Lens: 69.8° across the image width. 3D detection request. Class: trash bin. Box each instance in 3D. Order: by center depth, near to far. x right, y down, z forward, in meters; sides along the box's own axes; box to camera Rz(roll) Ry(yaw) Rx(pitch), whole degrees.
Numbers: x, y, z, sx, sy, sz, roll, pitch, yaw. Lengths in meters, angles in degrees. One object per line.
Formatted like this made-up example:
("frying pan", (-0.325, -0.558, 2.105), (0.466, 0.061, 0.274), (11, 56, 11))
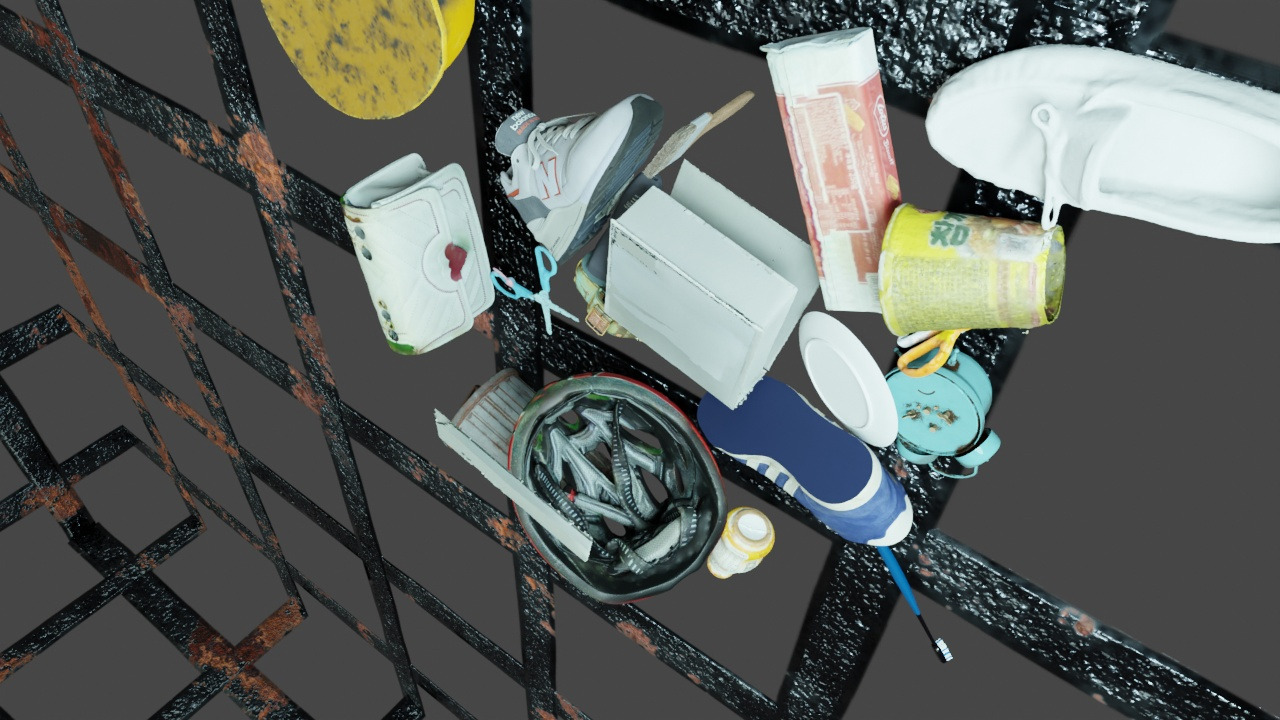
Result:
("trash bin", (-0.143, 0.114, 1.170), (0.211, 0.130, 0.131), (40, 144, 7))

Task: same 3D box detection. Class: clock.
("clock", (0.252, 0.045, 0.766), (0.090, 0.053, 0.124), (3, 125, 45))

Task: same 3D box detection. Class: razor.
("razor", (-0.015, -0.127, 0.886), (0.047, 0.052, 0.143), (32, 139, -1))

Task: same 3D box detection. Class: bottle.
("bottle", (0.110, 0.215, 1.059), (0.063, 0.063, 0.109), (40, 143, 11))

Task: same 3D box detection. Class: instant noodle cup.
("instant noodle cup", (0.236, -0.063, 0.650), (0.108, 0.102, 0.102), (6, 127, 34))

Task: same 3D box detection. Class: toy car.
("toy car", (-0.035, -0.056, 0.970), (0.112, 0.047, 0.047), (45, 147, 4))

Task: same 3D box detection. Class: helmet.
("helmet", (-0.223, -0.340, 0.827), (0.256, 0.131, 0.205), (-1, 123, 45))
("helmet", (-0.030, 0.134, 1.018), (0.272, 0.217, 0.167), (55, 178, -13))

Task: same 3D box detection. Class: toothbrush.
("toothbrush", (0.282, 0.247, 0.954), (0.168, 0.014, 0.014), (60, 176, -12))

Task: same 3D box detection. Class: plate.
("plate", (0.176, 0.019, 0.806), (0.134, 0.011, 0.135), (56, 166, 21))

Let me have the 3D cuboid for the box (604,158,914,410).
("box", (0.141, -0.137, 0.921), (0.169, 0.402, 0.172), (37, 143, 13))

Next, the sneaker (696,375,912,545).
("sneaker", (0.166, 0.097, 0.890), (0.118, 0.091, 0.233), (39, 173, -36))

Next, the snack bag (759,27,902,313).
("snack bag", (0.157, -0.139, 0.705), (0.078, 0.041, 0.225), (8, 127, 41))

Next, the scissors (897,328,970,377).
("scissors", (0.252, -0.036, 0.708), (0.013, 0.070, 0.131), (33, 130, -27))

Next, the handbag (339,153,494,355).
("handbag", (-0.254, -0.121, 1.057), (0.096, 0.141, 0.199), (20, 137, 30))

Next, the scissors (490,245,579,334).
("scissors", (-0.124, -0.088, 1.065), (0.135, 0.015, 0.136), (26, 142, 18))

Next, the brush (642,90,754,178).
("brush", (0.051, -0.177, 0.688), (0.008, 0.142, 0.045), (46, 136, 0))

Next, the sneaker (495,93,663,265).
("sneaker", (-0.075, -0.189, 0.853), (0.124, 0.088, 0.240), (42, 147, 3))

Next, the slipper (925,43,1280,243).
("slipper", (0.292, -0.127, 0.560), (0.247, 0.074, 0.112), (24, 122, 32))
